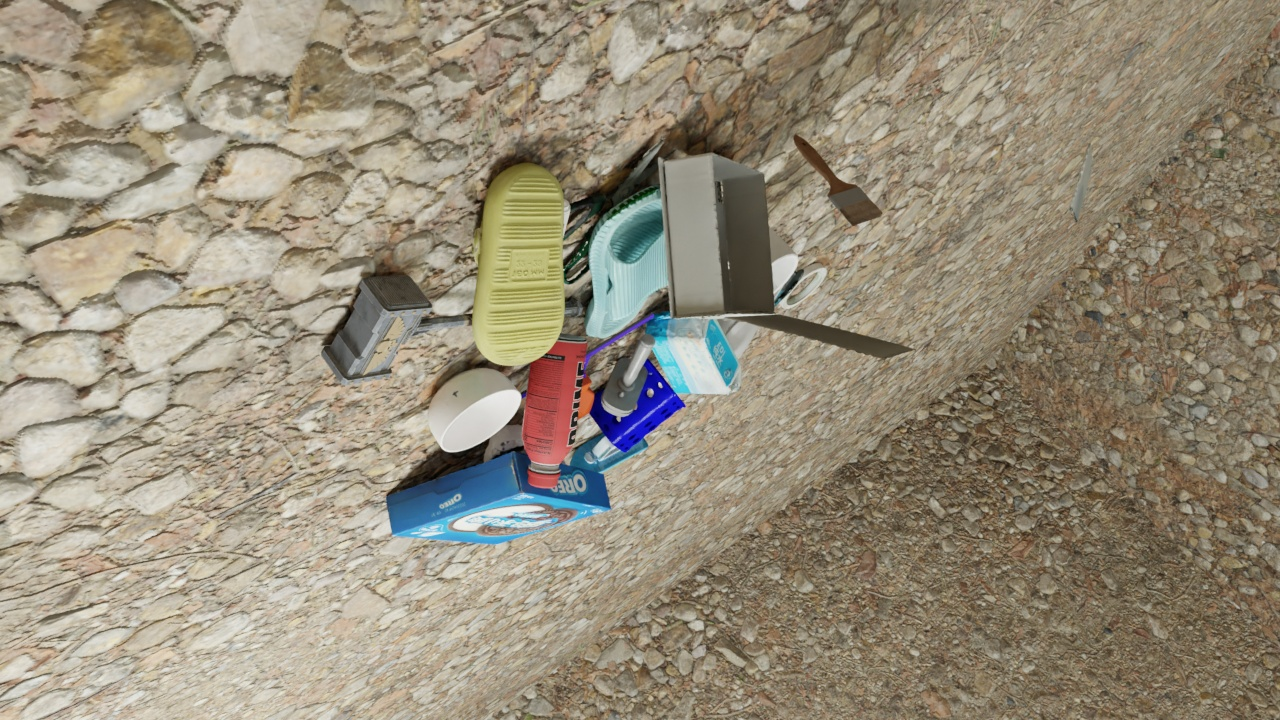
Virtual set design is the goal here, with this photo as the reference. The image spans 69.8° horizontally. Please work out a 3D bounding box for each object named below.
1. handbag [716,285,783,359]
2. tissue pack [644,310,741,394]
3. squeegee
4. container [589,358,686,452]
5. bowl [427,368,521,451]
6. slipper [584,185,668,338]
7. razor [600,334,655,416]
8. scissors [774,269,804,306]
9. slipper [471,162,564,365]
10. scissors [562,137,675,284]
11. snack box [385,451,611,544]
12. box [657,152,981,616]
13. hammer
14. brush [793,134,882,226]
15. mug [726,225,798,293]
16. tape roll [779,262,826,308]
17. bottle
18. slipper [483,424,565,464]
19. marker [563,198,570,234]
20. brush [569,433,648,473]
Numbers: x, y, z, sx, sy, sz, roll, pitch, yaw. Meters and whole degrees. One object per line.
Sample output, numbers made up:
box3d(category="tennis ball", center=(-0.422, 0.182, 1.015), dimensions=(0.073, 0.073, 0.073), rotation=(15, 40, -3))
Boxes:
box3d(category="handbag", center=(0.142, -0.068, 1.349), dimensions=(0.222, 0.095, 0.216), rotation=(-41, 164, -34))
box3d(category="tissue pack", center=(0.072, -0.014, 1.220), dimensions=(0.144, 0.093, 0.061), rotation=(60, 45, -36))
box3d(category="squeegee", center=(-0.086, 0.044, 1.189), dimensions=(0.249, 0.055, 0.185), rotation=(-32, 168, -14))
box3d(category="container", center=(-0.009, 0.063, 1.315), dimensions=(0.113, 0.085, 0.084), rotation=(-39, 158, 1))
box3d(category="bowl", center=(-0.191, 0.049, 1.026), dimensions=(0.104, 0.054, 0.105), rotation=(-35, 161, -14))
box3d(category="slipper", center=(-0.006, -0.091, 1.008), dimensions=(0.115, 0.069, 0.277), rotation=(-39, 165, -24))
box3d(category="razor", center=(-0.007, 0.007, 1.208), dimensions=(0.116, 0.047, 0.088), rotation=(117, -3, -48))
box3d(category="scissors", center=(0.210, -0.092, 1.453), dimensions=(0.138, 0.019, 0.129), rotation=(-33, 159, -11))
box3d(category="slipper", center=(-0.121, -0.089, 0.836), dimensions=(0.091, 0.082, 0.191), rotation=(-13, 122, -37))
box3d(category="scissors", center=(-0.050, -0.150, 0.911), dimensions=(0.154, 0.015, 0.210), rotation=(-5, 141, -53))
box3d(category="snack box", center=(-0.178, 0.185, 1.194), dimensions=(0.196, 0.056, 0.238), rotation=(-20, 160, 20))
box3d(category="box", center=(0.183, 0.006, 0.918), dimensions=(0.149, 0.506, 0.166), rotation=(-44, 165, 23))
box3d(category="hammer", center=(-0.158, -0.042, 0.919), dimensions=(0.321, 0.044, 0.099), rotation=(-12, 146, -55))
box3d(category="brush", center=(0.218, -0.211, 1.051), dimensions=(0.045, 0.143, 0.008), rotation=(-19, 151, -24))
box3d(category="mug", center=(0.124, -0.119, 1.155), dimensions=(0.121, 0.090, 0.091), rotation=(-47, 158, 20))
box3d(category="tape roll", center=(0.263, -0.121, 1.490), dimensions=(0.093, 0.013, 0.093), rotation=(-34, 159, -15))
box3d(category="bottle", center=(-0.102, 0.058, 1.056), dimensions=(0.062, 0.062, 0.176), rotation=(-3, 102, -58))
box3d(category="slipper", center=(-0.146, 0.129, 1.233), dimensions=(0.112, 0.074, 0.247), rotation=(-28, 162, -1))
box3d(category="marker", center=(-0.089, -0.106, 0.893), dimensions=(0.020, 0.017, 0.134), rotation=(10, 141, -11))
box3d(category="brush", center=(-0.052, 0.140, 1.437), dimensions=(0.135, 0.055, 0.076), rotation=(-26, 160, -30))
